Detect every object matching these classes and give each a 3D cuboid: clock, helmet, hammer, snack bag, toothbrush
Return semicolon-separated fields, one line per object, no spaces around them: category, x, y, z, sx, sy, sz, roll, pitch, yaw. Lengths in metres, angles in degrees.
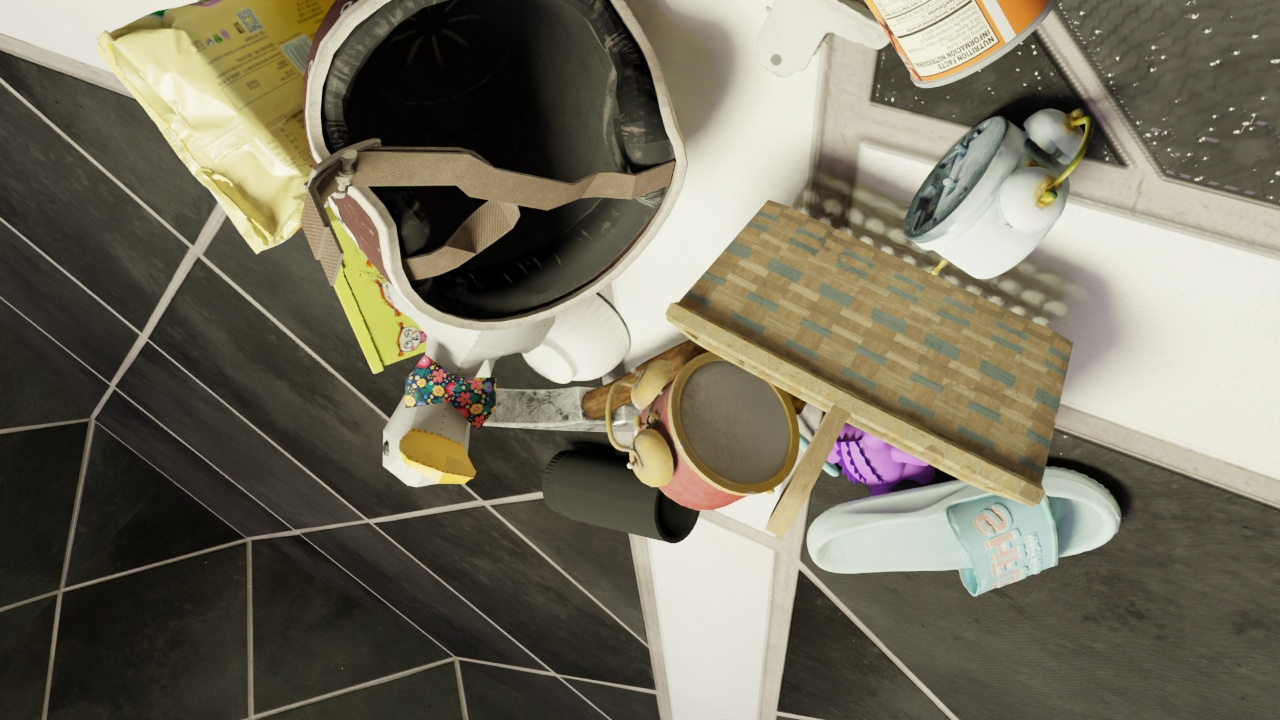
clock;0.200;-0.095;0.508;0.057;0.083;0.118;33;153;-9
helmet;-0.096;-0.132;0.566;0.253;0.233;0.234;60;164;24
hammer;-0.005;0.005;0.797;0.217;0.037;0.302;6;158;-40
snack bag;-0.245;-0.198;0.658;0.068;0.246;0.159;-24;113;29
clock;0.042;0.058;0.735;0.158;0.117;0.081;14;151;-24
toothbrush;0.132;0.058;0.824;0.017;0.016;0.180;-29;128;27

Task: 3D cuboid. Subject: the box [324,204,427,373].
box;-0.271;-0.102;0.901;0.221;0.082;0.124;95;151;-55

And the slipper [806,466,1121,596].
slipper;0.258;0.151;0.747;0.246;0.074;0.104;-12;136;21

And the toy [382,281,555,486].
toy;-0.148;-0.031;0.763;0.140;0.268;0.246;20;-170;-24

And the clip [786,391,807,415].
clip;0.135;0.024;0.774;0.054;0.049;0.044;29;-176;8

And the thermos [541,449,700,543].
thermos;-0.034;0.152;1.071;0.199;0.085;0.086;5;138;40

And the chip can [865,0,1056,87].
chip can;0.103;-0.234;0.414;0.215;0.075;0.075;48;147;-22

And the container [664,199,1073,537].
container;0.134;0.030;0.611;0.250;0.186;0.157;28;-179;11

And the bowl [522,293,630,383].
bowl;-0.076;-0.020;0.895;0.118;0.062;0.118;24;148;16

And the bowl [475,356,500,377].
bowl;-0.187;-0.021;0.981;0.118;0.061;0.117;163;90;-72

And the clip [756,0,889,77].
clip;0.094;-0.199;0.534;0.102;0.046;0.056;33;145;3

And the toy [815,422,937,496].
toy;0.197;0.084;0.784;0.106;0.055;0.088;-5;134;47
